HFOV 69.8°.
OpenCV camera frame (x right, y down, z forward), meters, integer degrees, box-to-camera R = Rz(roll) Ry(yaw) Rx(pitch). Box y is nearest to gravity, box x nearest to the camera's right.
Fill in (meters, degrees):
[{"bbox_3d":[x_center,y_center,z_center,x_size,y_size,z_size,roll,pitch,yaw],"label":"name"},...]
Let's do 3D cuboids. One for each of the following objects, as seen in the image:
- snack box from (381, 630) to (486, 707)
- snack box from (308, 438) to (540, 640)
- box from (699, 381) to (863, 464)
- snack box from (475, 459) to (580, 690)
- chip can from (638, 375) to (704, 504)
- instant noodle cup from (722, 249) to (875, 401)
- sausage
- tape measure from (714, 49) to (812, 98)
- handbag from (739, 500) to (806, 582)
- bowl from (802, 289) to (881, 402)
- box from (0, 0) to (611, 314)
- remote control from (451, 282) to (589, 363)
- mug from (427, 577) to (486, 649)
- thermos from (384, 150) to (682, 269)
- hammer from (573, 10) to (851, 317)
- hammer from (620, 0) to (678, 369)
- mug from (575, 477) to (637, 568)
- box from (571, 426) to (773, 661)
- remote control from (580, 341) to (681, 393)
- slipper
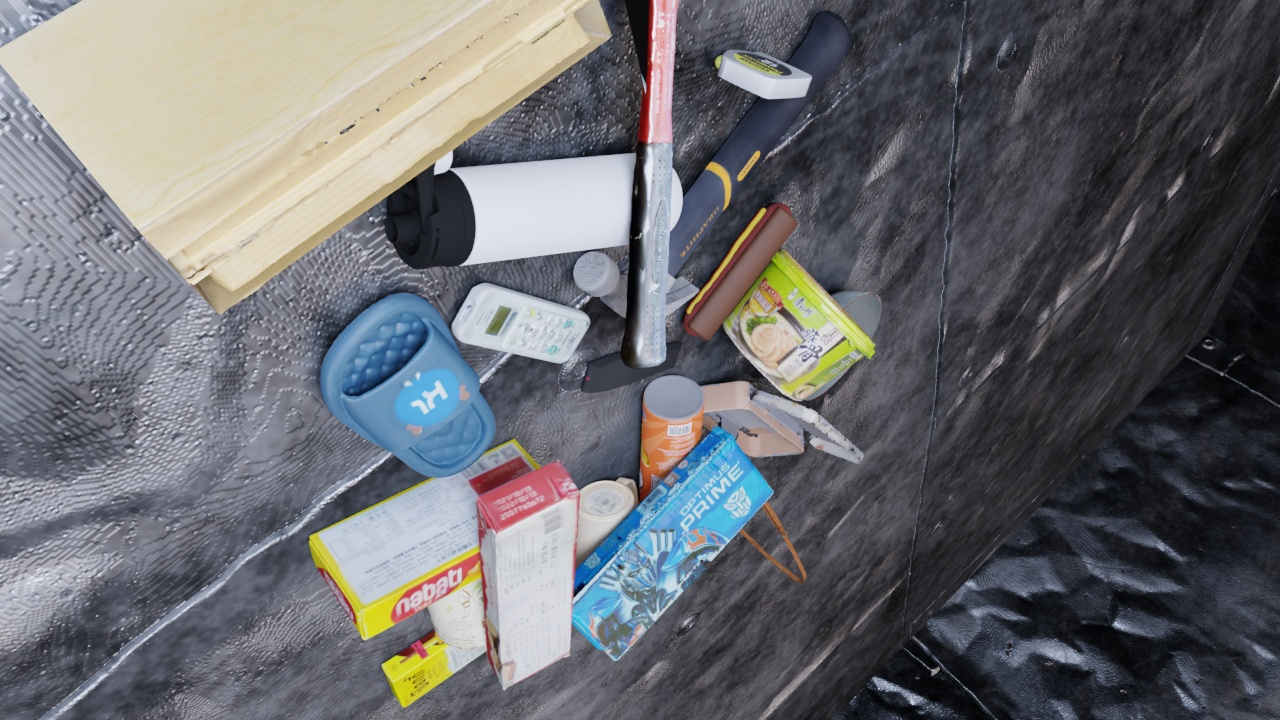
[{"bbox_3d":[-0.193,0.295,0.955,0.148,0.025,0.061,-30,143,-27],"label":"snack box"},{"bbox_3d":[-0.164,0.144,0.773,0.200,0.092,0.042,-25,140,-33],"label":"snack box"},{"bbox_3d":[0.157,0.076,1.039,0.216,0.157,0.063,35,72,-57],"label":"box"},{"bbox_3d":[-0.095,0.189,0.777,0.076,0.044,0.274,-23,144,-24],"label":"snack box"},{"bbox_3d":[0.031,0.112,0.996,0.062,0.062,0.211,-29,142,-28],"label":"chip can"},{"bbox_3d":[0.156,-0.031,0.932,0.098,0.146,0.146,-44,148,12],"label":"instant noodle cup"},{"bbox_3d":[0.095,-0.087,0.892,0.155,0.040,0.040,-53,147,6],"label":"sausage"},{"bbox_3d":[0.096,-0.228,0.727,0.064,0.064,0.017,-23,139,-45],"label":"tape measure"},{"bbox_3d":[0.116,0.177,1.040,0.043,0.195,0.094,-34,172,-33],"label":"handbag"},{"bbox_3d":[0.213,-0.027,1.071,0.150,0.057,0.151,-35,146,-28],"label":"bowl"},{"bbox_3d":[-0.149,-0.145,0.465,0.248,0.141,0.148,-40,154,-14],"label":"box"},{"bbox_3d":[-0.095,-0.030,0.741,0.133,0.022,0.050,14,113,-54],"label":"remote control"},{"bbox_3d":[-0.149,0.201,0.858,0.122,0.081,0.097,-22,134,-11],"label":"mug"},{"bbox_3d":[-0.069,-0.122,0.642,0.229,0.068,0.101,-15,125,-40],"label":"thermos"},{"bbox_3d":[0.074,-0.166,0.792,0.312,0.035,0.139,-53,149,5],"label":"hammer"},{"bbox_3d":[0.003,-0.151,0.631,0.140,0.036,0.326,-14,115,-41],"label":"hammer"},{"bbox_3d":[-0.030,0.177,0.987,0.111,0.085,0.104,-55,149,-49],"label":"mug"},{"bbox_3d":[0.027,0.184,0.923,0.243,0.066,0.091,-44,132,-13],"label":"box"},{"bbox_3d":[-0.005,0.005,0.893,0.124,0.010,0.039,-15,134,-42],"label":"remote control"},{"bbox_3d":[-0.166,0.034,0.691,0.103,0.059,0.214,-38,147,-12],"label":"slipper"}]
